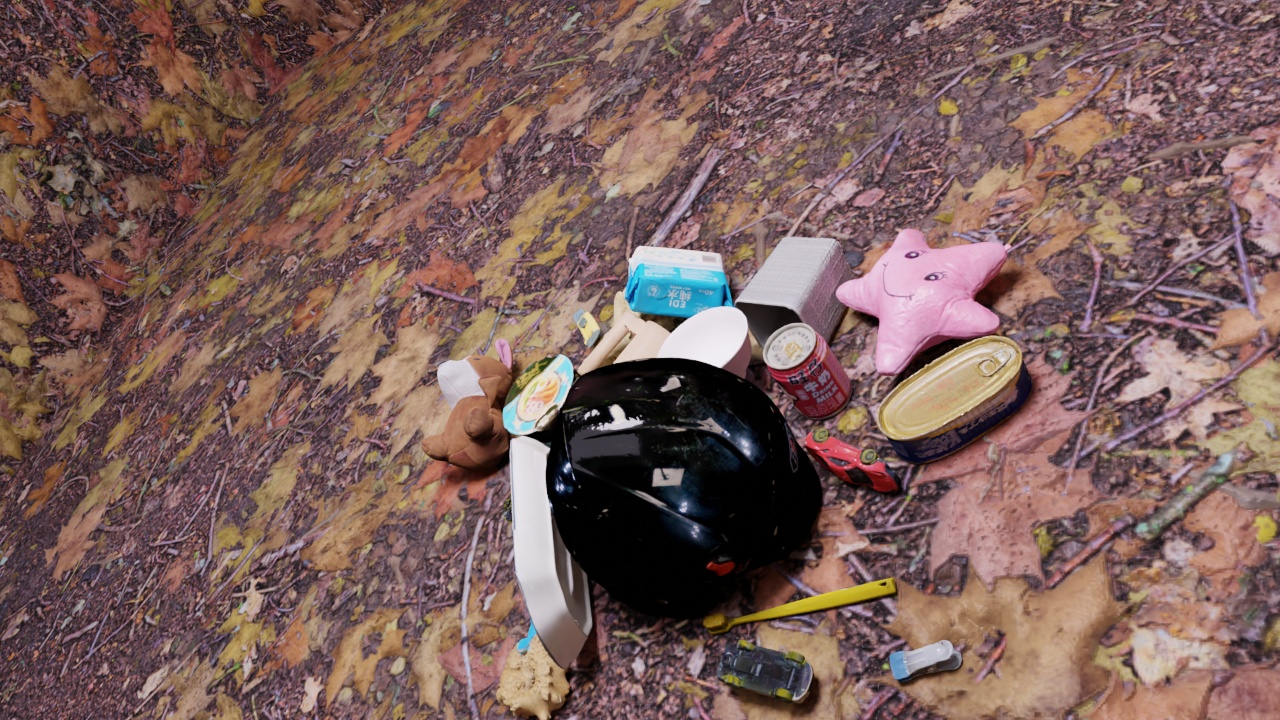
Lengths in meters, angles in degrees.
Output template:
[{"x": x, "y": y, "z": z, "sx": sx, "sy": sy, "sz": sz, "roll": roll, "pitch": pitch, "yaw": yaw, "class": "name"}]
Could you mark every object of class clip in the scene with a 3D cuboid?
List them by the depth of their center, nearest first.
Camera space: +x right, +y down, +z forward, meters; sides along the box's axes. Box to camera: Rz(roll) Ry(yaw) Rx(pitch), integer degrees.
[{"x": 0.237, "y": 0.249, "z": 0.762, "sx": 0.057, "sy": 0.033, "sz": 0.025, "roll": -28, "pitch": 37, "yaw": 27, "class": "clip"}]

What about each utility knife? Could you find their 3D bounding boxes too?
[{"x": -0.075, "y": -0.048, "z": 1.257, "sx": 0.031, "sy": 0.021, "sz": 0.207, "roll": -50, "pitch": 11, "yaw": 3, "class": "utility knife"}]

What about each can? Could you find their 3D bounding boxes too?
[{"x": 0.301, "y": 0.039, "z": 0.880, "sx": 0.148, "sy": 0.049, "sz": 0.074, "roll": -35, "pitch": 39, "yaw": 9, "class": "can"}, {"x": 0.177, "y": 0.011, "z": 0.974, "sx": 0.067, "sy": 0.094, "sz": 0.066, "roll": -23, "pitch": 42, "yaw": 22, "class": "can"}]

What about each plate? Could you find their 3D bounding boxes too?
[{"x": -0.092, "y": 0.194, "z": 0.983, "sx": 0.034, "sy": 0.162, "sz": 0.265, "roll": -18, "pitch": 41, "yaw": 5, "class": "plate"}]

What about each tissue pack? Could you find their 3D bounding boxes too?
[{"x": 0.049, "y": -0.096, "z": 1.165, "sx": 0.140, "sy": 0.063, "sz": 0.089, "roll": 5, "pitch": 33, "yaw": -5, "class": "tissue pack"}]

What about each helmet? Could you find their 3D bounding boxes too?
[{"x": 0.037, "y": 0.108, "z": 0.911, "sx": 0.275, "sy": 0.230, "sz": 0.233, "roll": -8, "pitch": 48, "yaw": 8, "class": "helmet"}]

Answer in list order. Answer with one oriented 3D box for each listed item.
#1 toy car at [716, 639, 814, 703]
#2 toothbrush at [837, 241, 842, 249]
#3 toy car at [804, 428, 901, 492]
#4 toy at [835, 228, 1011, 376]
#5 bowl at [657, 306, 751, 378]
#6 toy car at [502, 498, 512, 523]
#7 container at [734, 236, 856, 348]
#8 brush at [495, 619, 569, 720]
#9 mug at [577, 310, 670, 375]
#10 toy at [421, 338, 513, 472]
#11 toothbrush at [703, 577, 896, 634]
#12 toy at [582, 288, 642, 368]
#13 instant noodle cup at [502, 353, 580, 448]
[{"x": 0.114, "y": 0.280, "z": 0.820, "sx": 0.091, "sy": 0.035, "sz": 0.042, "roll": 0, "pitch": 55, "yaw": 39, "class": "toy car"}, {"x": 0.167, "y": -0.089, "z": 1.139, "sx": 0.189, "sy": 0.029, "sz": 0.021, "roll": -36, "pitch": 76, "yaw": 9, "class": "toothbrush"}, {"x": 0.207, "y": 0.101, "z": 0.900, "sx": 0.106, "sy": 0.049, "sz": 0.031, "roll": 22, "pitch": 70, "yaw": 48, "class": "toy car"}, {"x": 0.303, "y": -0.080, "z": 0.970, "sx": 0.179, "sy": 0.074, "sz": 0.194, "roll": -29, "pitch": 39, "yaw": 15, "class": "toy"}, {"x": 0.084, "y": 0.002, "z": 1.050, "sx": 0.118, "sy": 0.065, "sz": 0.118, "roll": -25, "pitch": 35, "yaw": 19, "class": "bowl"}, {"x": -0.128, "y": 0.164, "z": 1.139, "sx": 0.048, "sy": 0.032, "sz": 0.105, "roll": -4, "pitch": 40, "yaw": 38, "class": "toy car"}, {"x": 0.185, "y": -0.077, "z": 1.060, "sx": 0.090, "sy": 0.090, "sz": 0.114, "roll": 11, "pitch": 58, "yaw": 45, "class": "container"}, {"x": -0.117, "y": 0.271, "z": 1.008, "sx": 0.083, "sy": 0.046, "sz": 0.254, "roll": -26, "pitch": 47, "yaw": 24, "class": "brush"}, {"x": -0.007, "y": 0.007, "z": 1.132, "sx": 0.125, "sy": 0.084, "sz": 0.103, "roll": 36, "pitch": 81, "yaw": 31, "class": "mug"}, {"x": -0.235, "y": 0.057, "z": 1.267, "sx": 0.140, "sy": 0.130, "sz": 0.199, "roll": -28, "pitch": 30, "yaw": 25, "class": "toy"}, {"x": 0.145, "y": 0.229, "z": 0.857, "sx": 0.190, "sy": 0.016, "sz": 0.015, "roll": -20, "pitch": 44, "yaw": 25, "class": "toothbrush"}, {"x": -0.035, "y": -0.025, "z": 1.210, "sx": 0.105, "sy": 0.066, "sz": 0.157, "roll": -4, "pitch": 58, "yaw": 45, "class": "toy"}, {"x": -0.087, "y": 0.070, "z": 1.116, "sx": 0.111, "sy": 0.120, "sz": 0.111, "roll": -26, "pitch": 43, "yaw": 27, "class": "instant noodle cup"}]
